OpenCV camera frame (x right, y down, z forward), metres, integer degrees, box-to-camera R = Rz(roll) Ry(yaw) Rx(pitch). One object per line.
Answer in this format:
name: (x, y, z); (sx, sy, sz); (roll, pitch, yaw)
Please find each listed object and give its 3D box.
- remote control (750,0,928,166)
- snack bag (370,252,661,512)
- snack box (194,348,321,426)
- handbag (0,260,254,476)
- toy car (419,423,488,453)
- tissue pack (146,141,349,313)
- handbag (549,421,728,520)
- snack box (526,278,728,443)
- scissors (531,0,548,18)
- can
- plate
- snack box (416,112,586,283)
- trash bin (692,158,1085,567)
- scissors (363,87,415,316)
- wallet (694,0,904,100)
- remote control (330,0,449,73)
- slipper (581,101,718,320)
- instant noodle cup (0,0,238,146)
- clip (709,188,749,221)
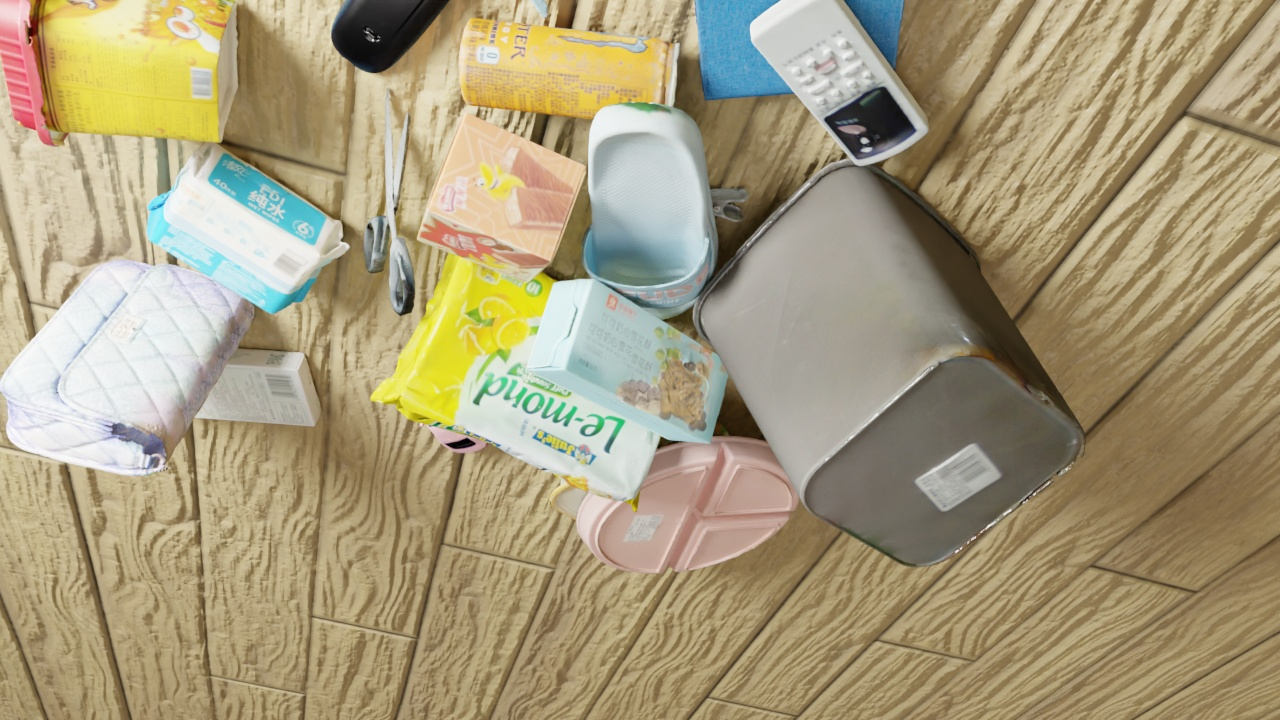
remote control: (0.135, -0.184, 0.609); (0.058, 0.021, 0.150); (-23, 140, 33)
snack bag: (-0.084, 0.015, 0.784); (0.246, 0.157, 0.068); (27, 156, -19)
snack box: (-0.403, 0.025, 0.908); (0.157, 0.026, 0.085); (4, 135, 1)
handbag: (-0.424, -0.001, 0.767); (0.134, 0.193, 0.076); (17, 131, -11)
toy car: (-0.193, 0.050, 0.906); (0.056, 0.037, 0.122); (-16, 130, 18)
tissue pack: (-0.318, -0.106, 0.744); (0.140, 0.063, 0.090); (35, 127, -27)
handbag: (0.015, 0.107, 0.906); (0.179, 0.063, 0.163); (-27, 142, 21)
snack box: (-0.004, 0.004, 0.734); (0.052, 0.074, 0.174); (1, 158, 47)
scissors: (-0.105, -0.268, 0.583); (0.105, 0.017, 0.136); (-33, 126, 8)
can: (-0.048, -0.197, 0.630); (0.146, 0.058, 0.058); (6, 135, -1)
plate: (0.052, 0.152, 0.907); (0.229, 0.028, 0.230); (-8, 142, -7)
snack box: (-0.105, -0.115, 0.677); (0.094, 0.077, 0.093); (21, 169, -15)
trash bin: (0.179, 0.007, 0.669); (0.198, 0.219, 0.199); (31, 115, -29)
scissors: (-0.196, -0.117, 0.719); (0.014, 0.159, 0.174); (-14, 179, -32)
wallet: (0.103, -0.222, 0.604); (0.133, 0.040, 0.106); (-3, 143, 6)
remote control: (-0.163, -0.244, 0.619); (0.053, 0.024, 0.137); (35, 128, -27)
slipper: (0.005, -0.091, 0.685); (0.104, 0.074, 0.246); (7, 153, 6)
instant noodle cup: (-0.344, -0.208, 0.620); (0.123, 0.116, 0.116); (6, 137, -17)
clip: (0.055, -0.124, 0.718); (0.056, 0.024, 0.029); (4, 136, -6)
